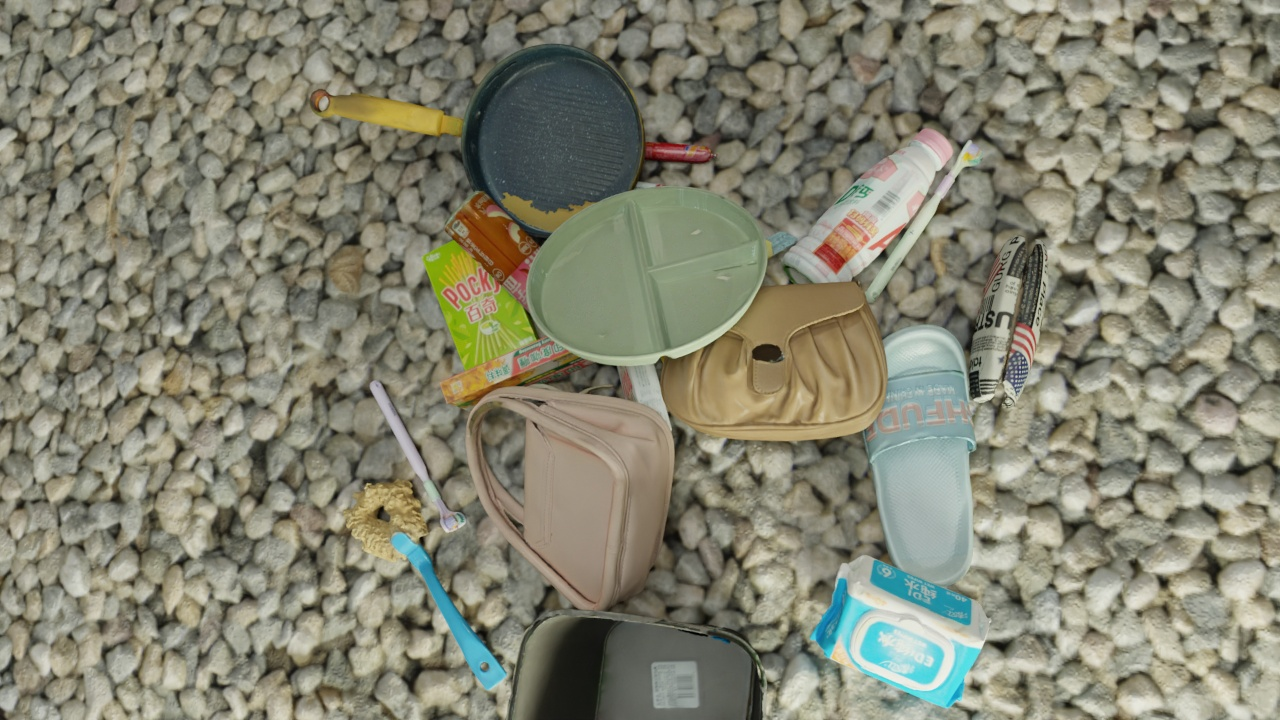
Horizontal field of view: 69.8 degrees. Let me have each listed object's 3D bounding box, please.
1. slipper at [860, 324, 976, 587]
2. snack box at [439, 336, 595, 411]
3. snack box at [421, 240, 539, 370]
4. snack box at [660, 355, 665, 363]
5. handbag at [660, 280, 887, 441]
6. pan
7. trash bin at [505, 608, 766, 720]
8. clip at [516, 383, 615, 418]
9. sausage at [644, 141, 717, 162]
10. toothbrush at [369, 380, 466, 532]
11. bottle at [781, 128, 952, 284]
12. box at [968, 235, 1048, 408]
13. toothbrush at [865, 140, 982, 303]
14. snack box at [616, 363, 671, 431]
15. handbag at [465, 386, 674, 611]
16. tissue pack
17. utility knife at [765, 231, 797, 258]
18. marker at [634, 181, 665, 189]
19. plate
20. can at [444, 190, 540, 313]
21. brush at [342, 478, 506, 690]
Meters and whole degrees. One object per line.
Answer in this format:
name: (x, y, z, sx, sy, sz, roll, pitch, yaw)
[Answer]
slipper: (0.259, 0.087, 0.850, 0.104, 0.074, 0.245, -5, 80, 11)
snack box: (-0.119, 0.009, 0.937, 0.156, 0.077, 0.027, -23, 76, 7)
snack box: (-0.170, -0.061, 0.987, 0.086, 0.026, 0.156, -25, 76, 5)
snack box: (0.046, -0.048, 0.938, 0.087, 0.033, 0.140, -27, 78, 5)
handbag: (0.121, -0.001, 0.844, 0.205, 0.100, 0.147, -3, 76, 15)
pan: (-0.170, -0.242, 0.963, 0.358, 0.078, 0.198, 12, 99, 12)
trash bin: (0.012, 0.309, 0.785, 0.199, 0.219, 0.198, 5, 82, 12)
clip: (-0.077, 0.055, 0.946, 0.103, 0.034, 0.076, 10, 80, 5)
sausage: (0.006, -0.225, 0.985, 0.156, 0.020, 0.020, 5, 81, 12)
toothbrush: (-0.242, 0.098, 0.977, 0.189, 0.029, 0.021, 56, 131, 16)
bottle: (0.227, -0.146, 0.904, 0.068, 0.068, 0.197, 42, 86, 15)
box: (0.357, -0.035, 0.856, 0.076, 0.075, 0.163, 16, 81, 9)
toothbrush: (0.280, -0.136, 0.914, 0.189, 0.029, 0.020, -55, 33, -1)
snack box: (-0.005, 0.005, 0.911, 0.027, 0.085, 0.156, -12, 77, -9)
handbag: (-0.086, 0.113, 0.884, 0.234, 0.093, 0.194, 22, 121, 29)
tissue pack: (0.232, 0.242, 0.819, 0.140, 0.063, 0.090, 21, 113, 13)
utility knife: (0.076, -0.085, 0.913, 0.177, 0.019, 0.031, -30, 79, 5)
marker: (-0.044, -0.189, 0.990, 0.145, 0.017, 0.017, 8, 81, 13)
plate: (0.005, -0.082, 0.862, 0.230, 0.027, 0.229, -8, 47, 9)
can: (-0.131, -0.105, 0.945, 0.147, 0.058, 0.058, 44, 90, -8)
brush: (-0.216, 0.222, 0.931, 0.083, 0.046, 0.254, -40, 69, -2)
